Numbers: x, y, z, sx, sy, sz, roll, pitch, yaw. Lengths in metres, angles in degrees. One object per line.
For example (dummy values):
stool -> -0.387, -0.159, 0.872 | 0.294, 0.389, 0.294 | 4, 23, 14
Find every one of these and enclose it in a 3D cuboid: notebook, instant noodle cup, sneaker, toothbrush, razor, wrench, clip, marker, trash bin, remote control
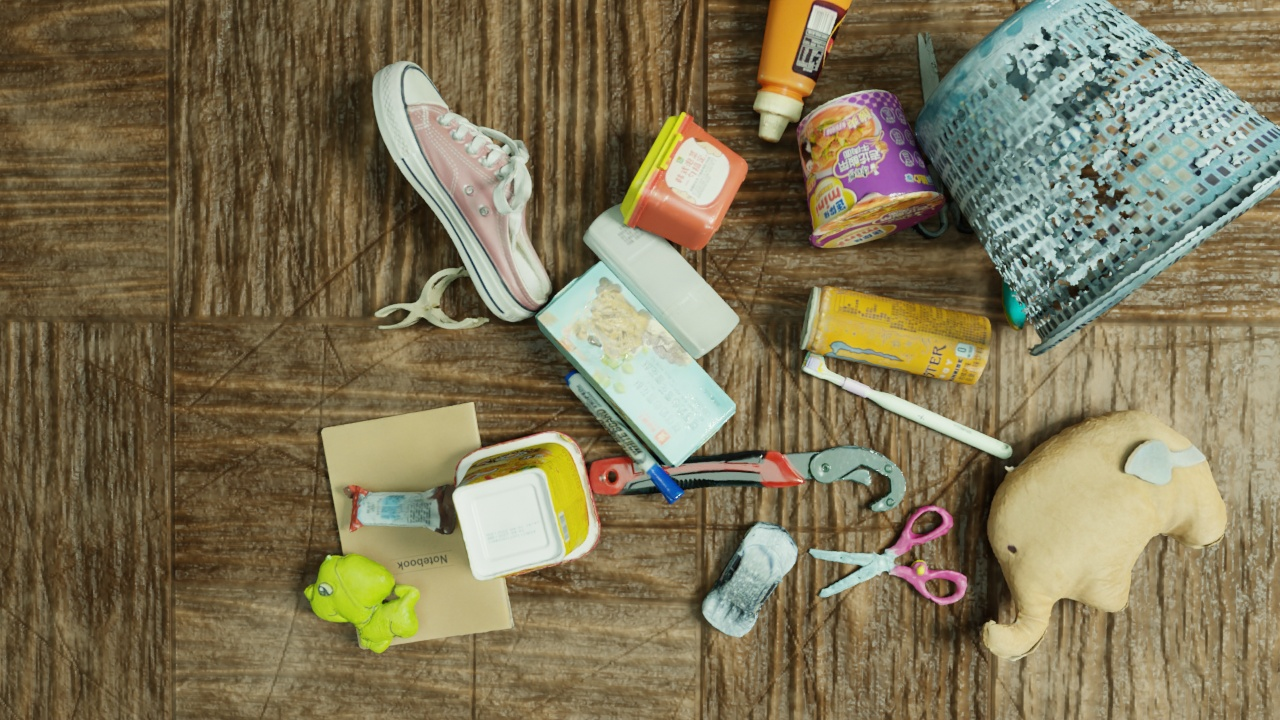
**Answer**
notebook -> -0.204, 0.152, 0.837 | 0.148, 0.008, 0.207 | -10, 90, 7
instant noodle cup -> -0.100, 0.126, 0.762 | 0.116, 0.123, 0.116 | -14, 90, 1
sneaker -> -0.133, -0.153, 0.774 | 0.088, 0.118, 0.241 | -27, 94, 24
toothbrush -> 0.226, 0.040, 0.780 | 0.189, 0.029, 0.020 | 25, 136, 4
razor -> 0.313, -0.090, 0.760 | 0.043, 0.028, 0.132 | 4, 86, -6
wrench -> 0.091, 0.100, 0.798 | 0.273, 0.016, 0.056 | 1, 87, 6
instant noodle cup -> 0.179, -0.156, 0.741 | 0.111, 0.111, 0.099 | -13, 81, 6
clip -> -0.185, -0.059, 0.818 | 0.102, 0.035, 0.095 | 12, 97, 14
marker -> -0.015, 0.065, 0.798 | 0.017, 0.017, 0.146 | -43, 77, 5
trash bin -> 0.315, -0.146, 0.659 | 0.227, 0.226, 0.195 | -37, 77, 6
remote control -> 0.017, -0.070, 0.787 | 0.150, 0.021, 0.058 | 47, 56, 4

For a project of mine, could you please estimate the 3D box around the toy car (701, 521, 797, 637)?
toy car -> 0.095, 0.189, 0.792 | 0.049, 0.031, 0.105 | 32, 94, 4

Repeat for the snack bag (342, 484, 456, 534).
snack bag -> -0.216, 0.132, 0.819 | 0.105, 0.026, 0.045 | 0, 82, 5

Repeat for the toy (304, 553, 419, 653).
toy -> -0.247, 0.213, 0.823 | 0.097, 0.031, 0.100 | -27, 93, 7

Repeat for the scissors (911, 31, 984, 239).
scissors -> 0.262, -0.191, 0.776 | 0.133, 0.014, 0.175 | 25, 91, 7

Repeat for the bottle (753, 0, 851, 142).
bottle -> 0.128, -0.257, 0.765 | 0.067, 0.066, 0.149 | 17, 100, 6

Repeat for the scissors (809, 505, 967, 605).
scissors -> 0.212, 0.165, 0.787 | 0.135, 0.017, 0.108 | 7, 93, 10

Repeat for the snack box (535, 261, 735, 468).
snack box -> -0.005, 0.005, 0.782 | 0.074, 0.052, 0.175 | -43, 86, -9

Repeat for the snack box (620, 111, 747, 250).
snack box -> 0.038, -0.145, 0.762 | 0.080, 0.082, 0.091 | 29, 74, -3

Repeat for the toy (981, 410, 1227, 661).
toy -> 0.347, 0.137, 0.738 | 0.226, 0.082, 0.143 | -41, 74, 8

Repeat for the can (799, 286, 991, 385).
can -> 0.210, -0.022, 0.760 | 0.146, 0.058, 0.058 | 12, 92, 6
